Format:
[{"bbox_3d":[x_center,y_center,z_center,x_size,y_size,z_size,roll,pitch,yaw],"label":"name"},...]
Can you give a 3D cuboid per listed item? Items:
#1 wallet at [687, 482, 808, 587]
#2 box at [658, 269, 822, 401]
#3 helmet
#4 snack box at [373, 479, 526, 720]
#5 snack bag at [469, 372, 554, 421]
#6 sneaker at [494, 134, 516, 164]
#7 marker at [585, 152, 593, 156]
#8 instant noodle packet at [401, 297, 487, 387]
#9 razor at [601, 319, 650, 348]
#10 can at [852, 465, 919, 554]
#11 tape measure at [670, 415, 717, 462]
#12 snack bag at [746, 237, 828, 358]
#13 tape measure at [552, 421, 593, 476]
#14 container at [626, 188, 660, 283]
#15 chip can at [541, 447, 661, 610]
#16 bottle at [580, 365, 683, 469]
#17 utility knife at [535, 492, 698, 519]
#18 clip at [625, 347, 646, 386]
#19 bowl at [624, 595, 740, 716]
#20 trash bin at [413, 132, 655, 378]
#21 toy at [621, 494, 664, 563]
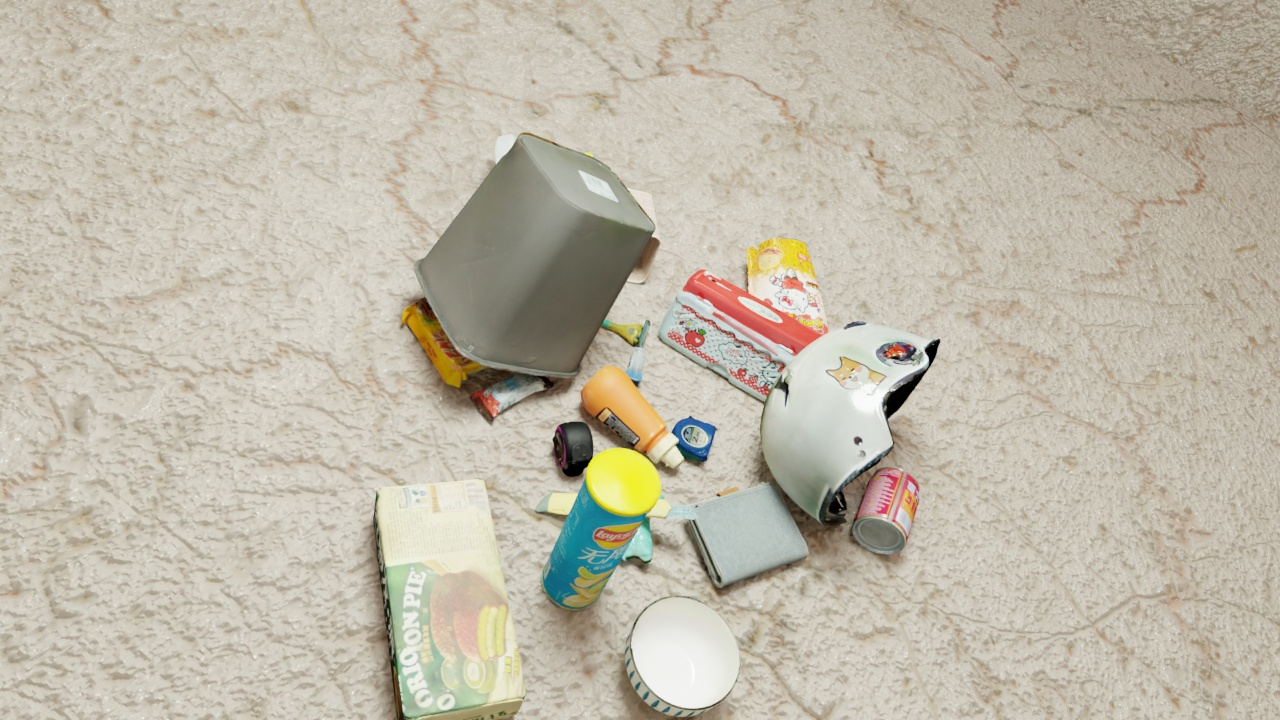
[{"bbox_3d":[0.122,0.199,1.073,0.129,0.037,0.106,-10,65,-31],"label":"wallet"},{"bbox_3d":[0.136,-0.032,1.248,0.201,0.100,0.094,31,26,8],"label":"box"},{"bbox_3d":[0.239,0.056,1.121,0.157,0.230,0.273,29,60,13],"label":"helmet"},{"bbox_3d":[-0.193,0.236,0.906,0.114,0.063,0.239,-3,53,-23],"label":"snack box"},{"bbox_3d":[-0.155,0.036,1.112,0.045,0.026,0.105,39,48,25],"label":"snack bag"},{"bbox_3d":[-0.152,-0.229,1.288,0.090,0.090,0.241,-7,57,-7],"label":"sneaker"},{"bbox_3d":[-0.113,-0.287,1.407,0.018,0.015,0.123,36,52,11],"label":"marker"},{"bbox_3d":[-0.220,-0.035,1.137,0.110,0.044,0.128,-27,66,-31],"label":"instant noodle packet"},{"bbox_3d":[-0.053,-0.055,1.225,0.132,0.028,0.043,22,75,-7],"label":"razor"},{"bbox_3d":[0.306,0.184,1.135,0.066,0.067,0.093,30,48,5],"label":"can"},{"bbox_3d":[0.064,0.098,1.144,0.054,0.025,0.058,22,44,0],"label":"tape measure"},{"bbox_3d":[0.213,-0.076,1.330,0.128,0.073,0.207,8,57,-16],"label":"snack bag"},{"bbox_3d":[-0.080,0.100,1.066,0.039,0.057,0.057,-3,62,-22],"label":"tape measure"},{"bbox_3d":[-0.027,-0.184,1.304,0.090,0.090,0.110,9,47,-14],"label":"container"},{"bbox_3d":[-0.044,0.174,0.914,0.071,0.211,0.071,10,49,-12],"label":"chip can"},{"bbox_3d":[-0.005,0.074,1.117,0.149,0.067,0.066,45,50,8],"label":"bottle"},{"bbox_3d":[-0.026,0.163,1.027,0.183,0.019,0.030,-1,48,10],"label":"utility knife"},{"bbox_3d":[-0.007,0.008,1.199,0.026,0.037,0.057,18,51,-3],"label":"clip"},{"bbox_3d":[0.036,0.306,0.932,0.116,0.066,0.116,10,50,-13],"label":"bowl"},{"bbox_3d":[-0.117,-0.126,1.087,0.198,0.220,0.199,11,36,-46],"label":"trash bin"},{"bbox_3d":[-0.014,0.188,1.037,0.096,0.030,0.091,1,49,-12],"label":"toy"}]
